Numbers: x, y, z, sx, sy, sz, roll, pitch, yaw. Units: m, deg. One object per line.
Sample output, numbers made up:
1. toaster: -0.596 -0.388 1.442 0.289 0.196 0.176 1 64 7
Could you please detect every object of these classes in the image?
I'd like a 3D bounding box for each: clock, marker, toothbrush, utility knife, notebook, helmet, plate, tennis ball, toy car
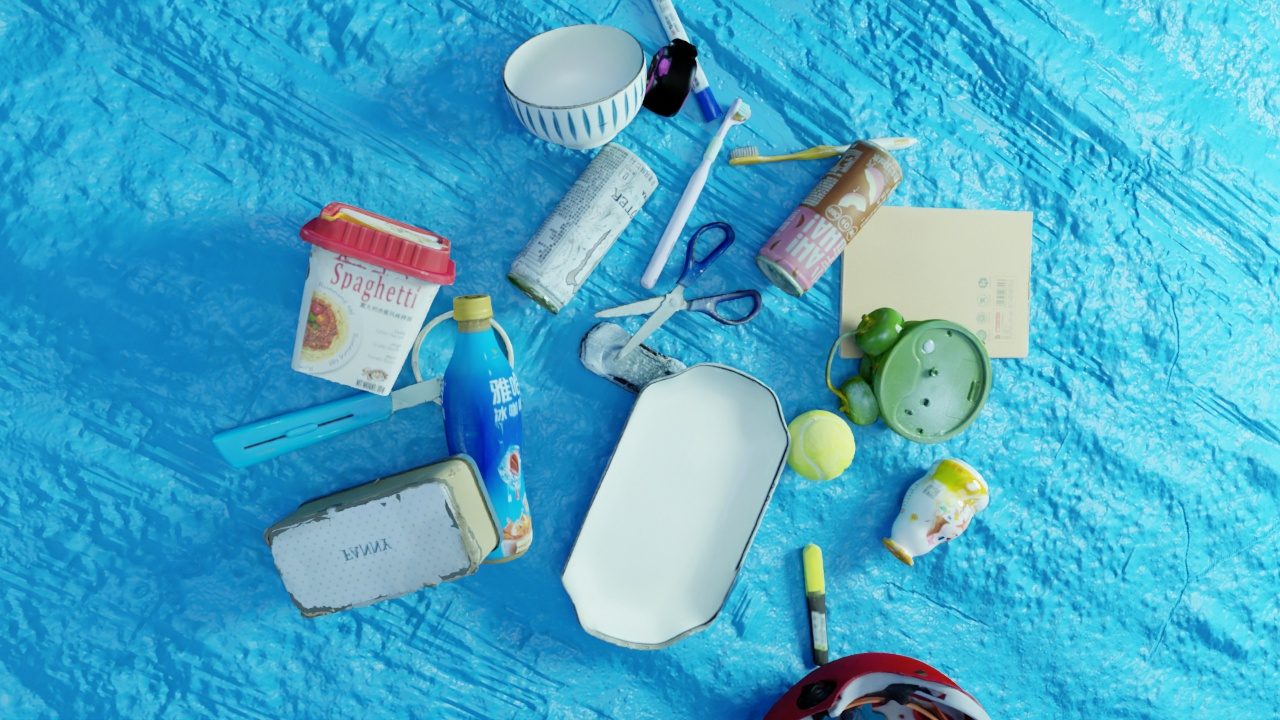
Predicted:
1. clock: 0.248 0.013 0.860 0.161 0.056 0.116 11 98 -16
2. marker: 0.035 -0.282 0.815 0.017 0.017 0.146 -29 100 -11
3. toothbrush: 0.048 -0.148 0.826 0.021 0.029 0.189 27 88 26
4. utility knife: -0.253 0.047 0.755 0.187 0.018 0.034 -18 99 -10
5. notebook: 0.291 -0.076 0.897 0.207 0.008 0.148 -1 94 -14
6. helmet: 0.197 0.366 0.835 0.240 0.144 0.207 -19 98 2
7. plate: 0.029 0.128 0.816 0.162 0.034 0.266 21 94 -22
8. tennis ball: 0.164 0.078 0.844 0.065 0.065 0.065 -1 94 -15
9. toothbrush: 0.172 -0.198 0.856 0.191 0.016 0.018 -9 87 -13
10. marker: 0.169 0.236 0.884 0.018 0.015 0.124 -8 98 -13
11. toy car: -0.005 0.005 0.815 0.105 0.031 0.049 29 85 -13

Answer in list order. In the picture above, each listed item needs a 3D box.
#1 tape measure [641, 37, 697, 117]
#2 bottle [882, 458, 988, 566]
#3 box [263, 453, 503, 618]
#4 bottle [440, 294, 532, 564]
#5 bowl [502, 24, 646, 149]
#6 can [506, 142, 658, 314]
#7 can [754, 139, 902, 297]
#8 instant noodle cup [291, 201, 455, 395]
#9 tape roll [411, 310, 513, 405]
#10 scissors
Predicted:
1. tape measure: 0.022 -0.242 0.792 0.039 0.057 0.057 21 65 -13
2. bottle: 0.281 0.147 0.881 0.108 0.063 0.063 -45 103 -8
3. box: -0.196 0.137 0.723 0.184 0.061 0.090 -16 99 13
4. bottle: -0.130 0.056 0.755 0.065 0.065 0.219 -6 102 -14
5. bowl: -0.051 -0.219 0.760 0.116 0.116 0.066 -26 143 -12
6. can: -0.049 -0.113 0.782 0.058 0.058 0.146 38 84 -14
7. can: 0.171 -0.129 0.833 0.058 0.058 0.147 42 87 -13
8. instant noodle cup: -0.215 -0.048 0.722 0.116 0.116 0.124 17 100 -15
9. tape roll: -0.152 -0.001 0.785 0.085 0.014 0.086 -1 94 -14
10. scissors: 0.038 -0.062 0.816 0.163 0.012 0.160 13 82 -26
